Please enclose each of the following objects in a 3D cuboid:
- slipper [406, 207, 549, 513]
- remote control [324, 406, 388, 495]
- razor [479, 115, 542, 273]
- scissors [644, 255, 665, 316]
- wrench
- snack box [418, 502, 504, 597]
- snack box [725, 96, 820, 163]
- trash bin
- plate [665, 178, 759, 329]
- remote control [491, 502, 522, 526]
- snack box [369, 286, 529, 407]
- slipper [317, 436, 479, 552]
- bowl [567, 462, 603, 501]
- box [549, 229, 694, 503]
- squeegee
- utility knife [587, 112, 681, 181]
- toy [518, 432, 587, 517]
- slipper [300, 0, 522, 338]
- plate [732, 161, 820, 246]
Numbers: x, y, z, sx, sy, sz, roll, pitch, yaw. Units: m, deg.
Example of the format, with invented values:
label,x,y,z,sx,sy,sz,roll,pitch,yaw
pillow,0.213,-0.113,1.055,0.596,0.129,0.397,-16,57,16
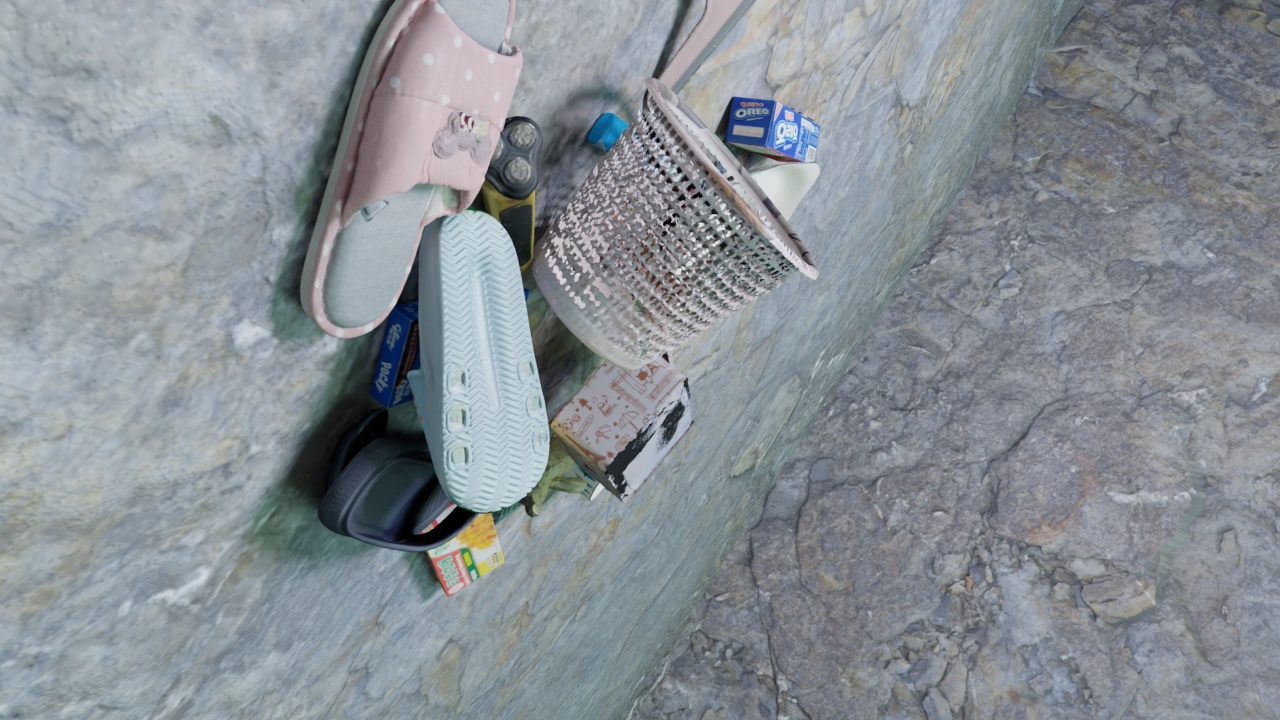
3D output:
label,x,y,z,sx,sy,sz,roll,pitch,yaw
slipper,-0.138,0.004,0.725,0.103,0.074,0.245,-16,105,-46
remote control,-0.239,0.086,0.760,0.053,0.024,0.137,-48,168,-51
razor,-0.104,-0.123,0.735,0.062,0.067,0.168,-25,157,-16
scissors,0.011,-0.055,1.176,0.196,0.015,0.205,-56,160,-5
wrench,0.037,-0.171,1.063,0.272,0.016,0.056,-47,154,-30
snack box,-0.197,0.203,1.013,0.077,0.027,0.156,-30,150,-20
snack box,0.168,-0.281,1.136,0.207,0.058,0.057,-12,115,-64
trash bin,0.017,-0.104,0.829,0.192,0.227,0.227,-40,165,17
plate,0.083,-0.126,1.123,0.162,0.034,0.266,-49,160,-11
remote control,-0.150,0.158,1.098,0.134,0.019,0.056,-31,147,-52
snack box,-0.162,-0.018,0.794,0.156,0.026,0.085,-23,140,-58
slipper,-0.196,0.132,0.818,0.110,0.083,0.268,-55,171,-6
bowl,-0.055,0.115,1.179,0.116,0.066,0.116,-52,172,-11
box,0.003,0.011,0.995,0.179,0.125,0.273,73,34,-70
squeegee,0.025,-0.335,0.755,0.248,0.040,0.249,-47,159,21
utility knife,0.004,-0.206,0.924,0.034,0.018,0.216,-63,159,9
toy,-0.103,0.111,1.076,0.105,0.066,0.156,60,41,-19
slipper,-0.146,-0.133,0.610,0.275,0.054,0.114,-63,157,11
plate,0.140,-0.199,1.184,0.164,0.034,0.164,-17,152,-36
